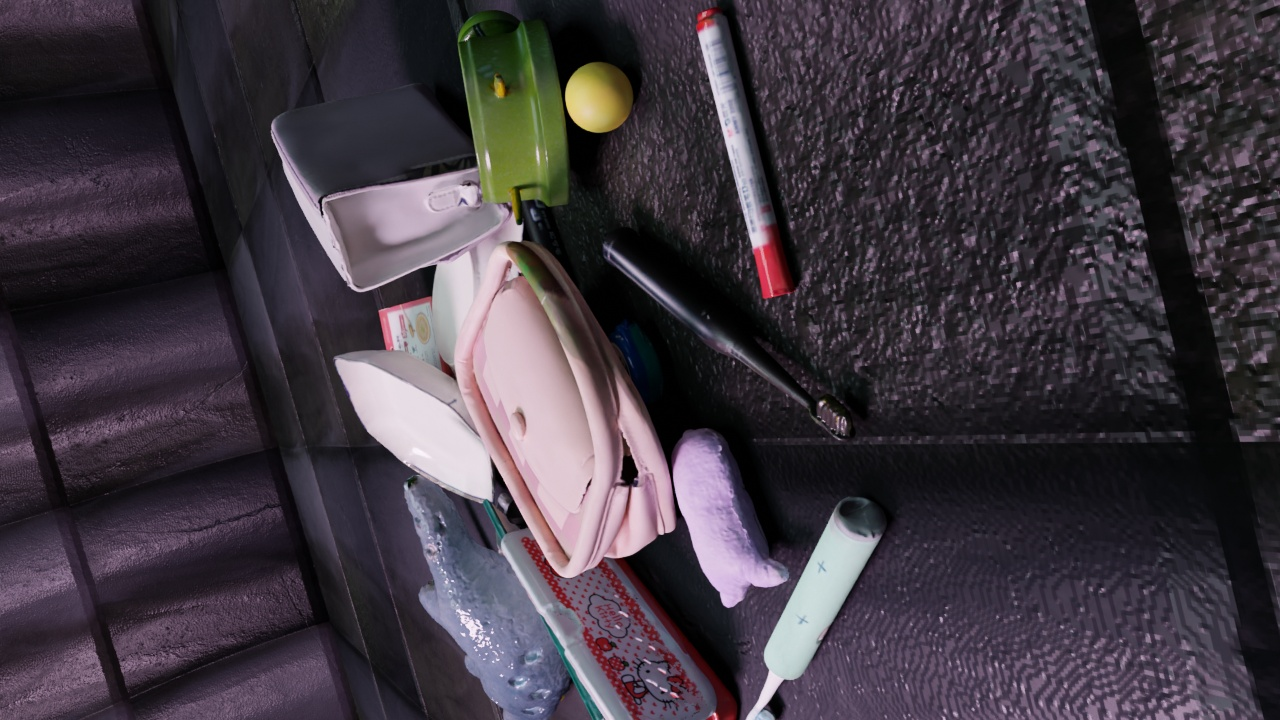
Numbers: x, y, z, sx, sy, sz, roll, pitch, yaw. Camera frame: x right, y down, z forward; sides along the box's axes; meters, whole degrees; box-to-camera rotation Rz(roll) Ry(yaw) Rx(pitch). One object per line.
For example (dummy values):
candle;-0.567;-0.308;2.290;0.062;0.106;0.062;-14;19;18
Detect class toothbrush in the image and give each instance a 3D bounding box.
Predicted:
toothbrush;0.043;-0.020;0.510;0.212;0.026;0.027;43;152;42
toothbrush;0.090;0.155;0.520;0.027;0.026;0.225;33;136;20

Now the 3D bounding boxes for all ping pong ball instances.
ping pong ball;-0.024;-0.155;0.541;0.040;0.040;0.040;37;135;48

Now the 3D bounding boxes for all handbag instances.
handbag;-0.049;0.017;0.580;0.193;0.093;0.235;58;161;22
handbag;-0.203;-0.148;0.745;0.197;0.144;0.098;47;157;47

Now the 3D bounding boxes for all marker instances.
marker;-0.081;-0.111;0.687;0.022;0.020;0.132;-27;80;53
marker;0.052;-0.103;0.459;0.017;0.017;0.145;-8;98;61

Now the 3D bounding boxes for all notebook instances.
notebook;-0.060;0.221;0.766;0.209;0.012;0.150;54;175;34

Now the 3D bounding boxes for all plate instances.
plate;-0.199;0.061;0.868;0.162;0.034;0.266;28;154;8
plate;-0.143;-0.050;0.774;0.164;0.034;0.164;1;90;60

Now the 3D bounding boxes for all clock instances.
clock;-0.085;-0.164;0.602;0.161;0.056;0.116;-111;15;-55

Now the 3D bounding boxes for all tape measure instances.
tape measure;-0.004;0.003;0.606;0.054;0.025;0.058;64;160;14

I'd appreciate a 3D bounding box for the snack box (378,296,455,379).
snack box;-0.209;-0.005;0.923;0.127;0.044;0.113;-5;97;53

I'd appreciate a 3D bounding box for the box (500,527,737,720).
box;-0.024;0.210;0.677;0.201;0.099;0.113;44;140;43

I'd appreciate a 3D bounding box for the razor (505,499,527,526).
razor;-0.105;0.059;0.798;0.067;0.062;0.167;58;-167;-76

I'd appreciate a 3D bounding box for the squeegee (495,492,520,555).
squeegee;-0.142;0.191;0.937;0.246;0.039;0.247;47;146;20

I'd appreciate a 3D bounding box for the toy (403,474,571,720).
toy;-0.131;0.258;0.873;0.138;0.091;0.357;9;129;38

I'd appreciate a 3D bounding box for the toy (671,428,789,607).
toy;0.048;0.090;0.546;0.084;0.038;0.108;-48;57;60
